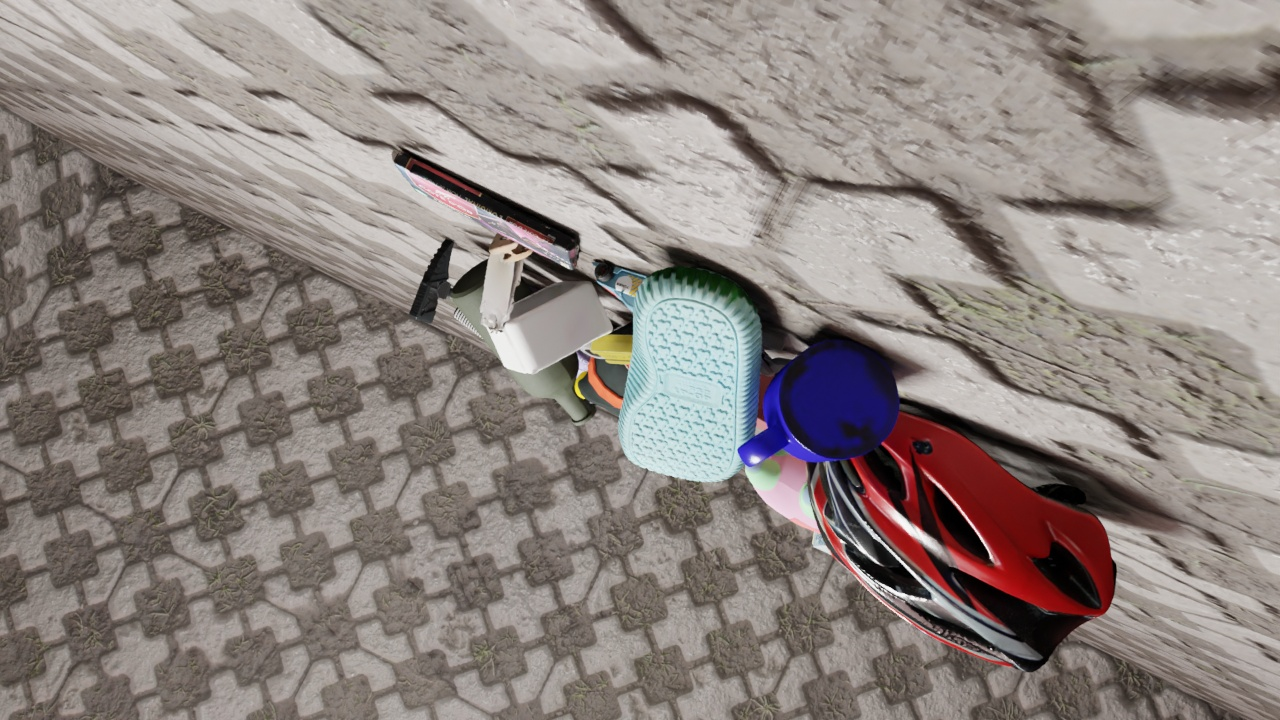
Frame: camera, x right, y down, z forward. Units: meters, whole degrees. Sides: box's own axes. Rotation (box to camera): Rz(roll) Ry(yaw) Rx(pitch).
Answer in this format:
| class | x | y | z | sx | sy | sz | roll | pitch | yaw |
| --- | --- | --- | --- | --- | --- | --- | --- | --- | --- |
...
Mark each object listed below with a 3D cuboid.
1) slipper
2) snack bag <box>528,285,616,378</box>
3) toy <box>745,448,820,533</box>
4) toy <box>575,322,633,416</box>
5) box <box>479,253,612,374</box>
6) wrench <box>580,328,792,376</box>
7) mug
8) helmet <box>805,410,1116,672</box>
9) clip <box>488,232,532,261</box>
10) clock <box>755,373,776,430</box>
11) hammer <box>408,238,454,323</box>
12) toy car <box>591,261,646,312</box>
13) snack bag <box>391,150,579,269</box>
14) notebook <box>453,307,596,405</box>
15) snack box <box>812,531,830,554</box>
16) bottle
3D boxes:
| class | x | y | z | sx | sy | sz | roll | pitch | yaw |
| --- | --- | --- | --- | --- | --- | --- | --- | --- | --- |
| slipper | 0.042 | 0.010 | 0.709 | 0.116 | 0.069 | 0.277 | 18 | 146 | 11 |
| snack bag | -0.071 | -0.013 | 1.069 | 0.205 | 0.058 | 0.097 | 26 | 144 | -1 |
| toy | 0.206 | 0.146 | 0.987 | 0.222 | 0.120 | 0.171 | 21 | 163 | 39 |
| toy | -0.006 | 0.005 | 0.947 | 0.100 | 0.097 | 0.119 | 37 | 152 | 11 |
| box | -0.107 | -0.065 | 0.870 | 0.130 | 0.102 | 0.110 | 66 | 161 | -12 |
| wrench | 0.031 | -0.010 | 0.805 | 0.083 | 0.018 | 0.274 | 33 | 161 | -37 |
| mug | 0.118 | 0.039 | 0.644 | 0.079 | 0.111 | 0.083 | 57 | 177 | 6 |
| helmet | 0.249 | 0.133 | 0.763 | 0.272 | 0.167 | 0.217 | 37 | 175 | 22 |
| clip | -0.109 | -0.100 | 0.797 | 0.047 | 0.025 | 0.062 | 22 | 166 | 0 |
| clock | 0.095 | 0.029 | 0.905 | 0.096 | 0.048 | 0.138 | 30 | 173 | -29 |
| hammer | -0.144 | -0.058 | 1.137 | 0.015 | 0.095 | 0.324 | 22 | -179 | 37 |
| toy car | 0.002 | -0.049 | 0.740 | 0.108 | 0.027 | 0.060 | 21 | 172 | 37 |
| snack bag | -0.118 | -0.117 | 0.725 | 0.155 | 0.018 | 0.074 | 27 | 174 | 2 |
| notebook | -0.123 | -0.011 | 1.180 | 0.207 | 0.016 | 0.148 | 36 | -162 | 14 |
| snack box | 0.308 | 0.204 | 1.123 | 0.145 | 0.144 | 0.043 | 21 | 127 | 30 |
| bottle | -0.116 | -0.013 | 0.987 | 0.207 | 0.071 | 0.071 | 55 | 161 | -26 |
